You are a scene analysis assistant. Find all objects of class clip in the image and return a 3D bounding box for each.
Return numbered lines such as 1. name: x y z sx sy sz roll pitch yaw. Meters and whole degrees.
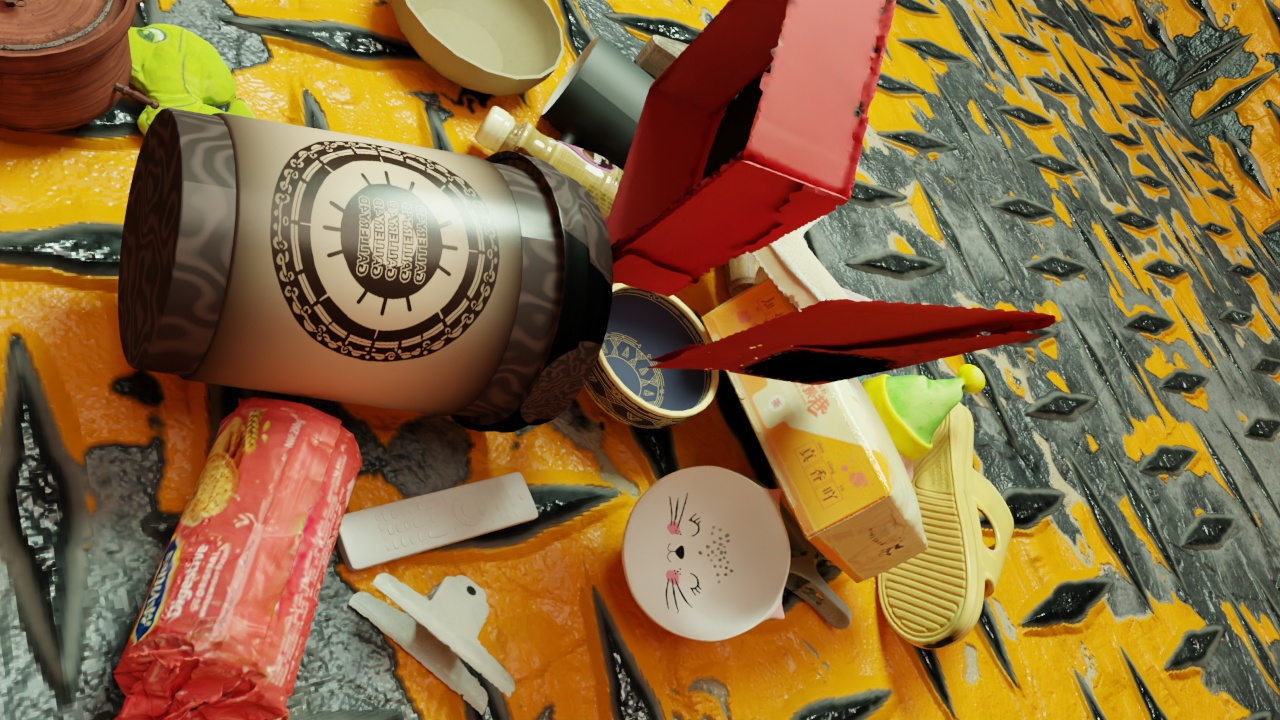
1. clip: 0.106 0.128 0.717 0.163 0.028 0.112 34 47 -17
2. clip: -0.109 0.149 0.525 0.102 0.056 0.056 43 68 -8

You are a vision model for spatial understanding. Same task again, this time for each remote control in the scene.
1. remote control: -0.122 0.098 0.564 0.130 0.012 0.033 -9 66 -42

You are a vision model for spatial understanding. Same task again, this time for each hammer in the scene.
1. hammer: 0.081 -0.188 0.903 0.157 0.037 0.300 15 53 -31

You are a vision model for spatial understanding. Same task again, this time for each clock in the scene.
1. clock: -0.360 -0.188 0.508 0.157 0.072 0.120 -7 66 -25

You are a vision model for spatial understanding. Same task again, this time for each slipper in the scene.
1. slipper: 0.167 -0.039 0.837 0.094 0.064 0.238 31 14 30
2. slipper: 0.105 -0.124 0.725 0.115 0.052 0.262 21 34 -43
3. slipper: 0.263 0.140 0.788 0.078 0.100 0.262 36 41 -17

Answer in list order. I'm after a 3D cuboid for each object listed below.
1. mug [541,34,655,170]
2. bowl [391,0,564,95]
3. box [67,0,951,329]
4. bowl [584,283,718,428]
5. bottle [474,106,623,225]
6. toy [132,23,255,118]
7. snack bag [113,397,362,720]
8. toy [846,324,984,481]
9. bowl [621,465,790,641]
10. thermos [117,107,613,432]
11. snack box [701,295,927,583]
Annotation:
1. mug: -0.033 -0.205 0.799 0.094 0.085 0.121 34 73 -18
2. bowl: -0.143 -0.281 0.776 0.152 0.051 0.152 20 51 -27
3. box: -0.053 -0.127 0.466 0.351 0.217 0.197 16 77 -17
4. bowl: -0.004 0.004 0.687 0.112 0.061 0.112 20 51 -27
5. bottle: -0.057 -0.147 0.749 0.166 0.060 0.059 31 47 -18
6. toy: -0.297 -0.176 0.593 0.094 0.036 0.093 14 63 -28
7. snack bag: -0.193 0.099 0.458 0.082 0.083 0.176 25 49 -24
8. toy: 0.218 0.041 0.790 0.096 0.132 0.124 -23 78 -40
9. bowl: 0.039 0.131 0.628 0.114 0.051 0.114 3 77 -12
10. thermos: -0.153 -0.049 0.516 0.225 0.173 0.172 6 58 -39
11. snack box: 0.137 0.050 0.688 0.145 0.081 0.195 43 20 -54
